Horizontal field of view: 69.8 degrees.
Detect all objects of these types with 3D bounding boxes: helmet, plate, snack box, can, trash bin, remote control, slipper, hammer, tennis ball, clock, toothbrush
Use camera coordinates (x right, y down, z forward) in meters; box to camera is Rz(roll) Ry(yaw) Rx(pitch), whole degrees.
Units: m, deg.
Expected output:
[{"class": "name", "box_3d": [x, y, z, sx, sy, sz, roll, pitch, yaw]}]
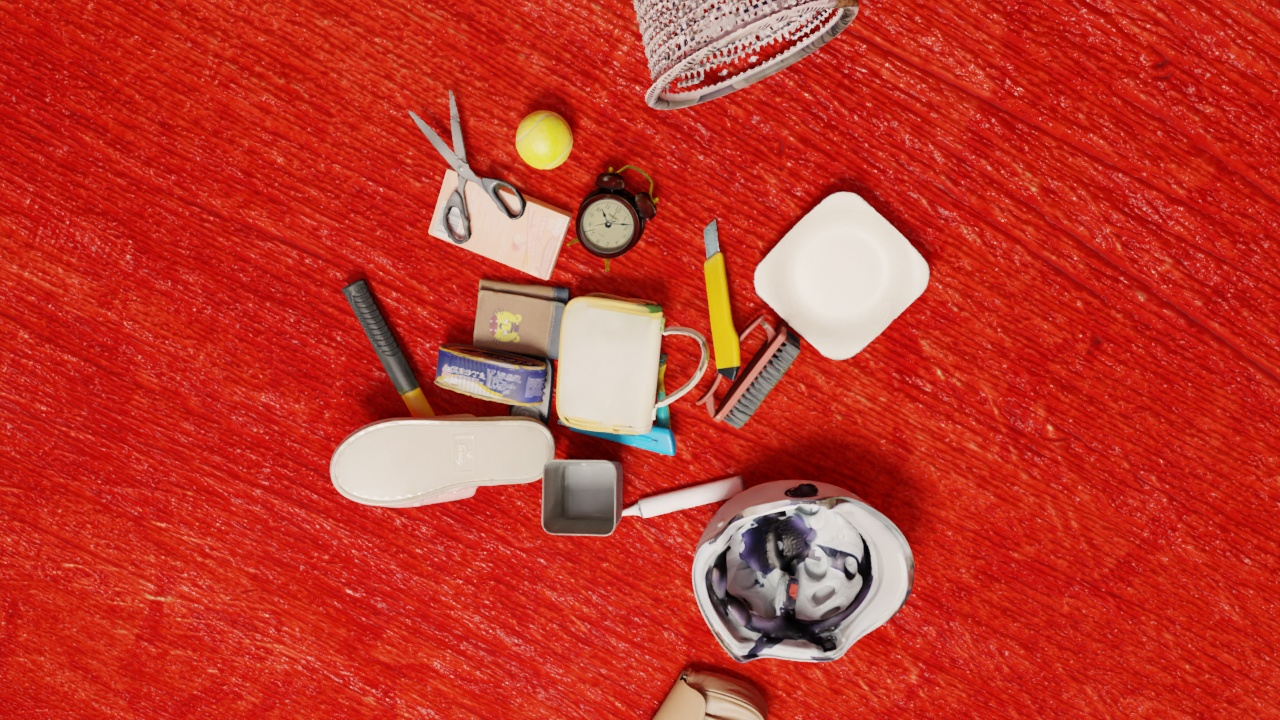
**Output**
[{"class": "helmet", "box_3d": [0.190, 0.243, 1.138, 0.259, 0.145, 0.229, -15, 108, 3]}, {"class": "plate", "box_3d": [0.234, -0.100, 1.076, 0.164, 0.034, 0.164, 42, 108, -8]}, {"class": "snack box", "box_3d": [-0.168, -0.164, 1.102, 0.157, 0.026, 0.085, 22, 109, -2]}, {"class": "can", "box_3d": [-0.185, 0.016, 1.127, 0.148, 0.074, 0.049, 12, 100, 24]}, {"class": "trash bin", "box_3d": [0.077, -0.387, 0.917, 0.228, 0.227, 0.192, -22, 92, 13]}, {"class": "remote control", "box_3d": [-0.139, 0.053, 1.172, 0.053, 0.024, 0.136, 10, 105, 4]}, {"class": "slipper", "box_3d": [-0.242, 0.120, 1.139, 0.274, 0.054, 0.114, -6, 93, -13]}, {"class": "hammer", "box_3d": [-0.295, 0.037, 1.167, 0.128, 0.033, 0.301, -28, 99, -14]}, {"class": "tennis ball", "box_3d": [-0.110, -0.251, 1.046, 0.065, 0.065, 0.065, 2, 109, 5]}, {"class": "clock", "box_3d": [-0.030, -0.170, 1.070, 0.082, 0.055, 0.122, 33, 107, -5]}, {"class": "toothbrush", "box_3d": [0.028, 0.187, 1.198, 0.221, 0.027, 0.026, -15, 68, 11]}]

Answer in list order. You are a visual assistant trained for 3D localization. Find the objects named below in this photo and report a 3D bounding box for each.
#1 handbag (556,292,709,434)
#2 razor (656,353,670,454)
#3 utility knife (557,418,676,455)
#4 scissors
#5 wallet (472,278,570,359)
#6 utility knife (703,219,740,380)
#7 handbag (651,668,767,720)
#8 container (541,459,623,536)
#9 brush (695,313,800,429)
[{"class": "handbag", "box_3d": [-0.007, 0.007, 1.110, 0.179, 0.063, 0.163, 9, 104, 12]}, {"class": "razor", "box_3d": [0.023, 0.055, 1.153, 0.043, 0.028, 0.132, 0, 107, 26]}, {"class": "utility knife", "box_3d": [-0.031, 0.089, 1.162, 0.162, 0.018, 0.034, 10, 109, 19]}, {"class": "scissors", "box_3d": [-0.206, -0.218, 1.070, 0.178, 0.014, 0.159, 26, 104, 0]}, {"class": "wallet", "box_3d": [-0.146, -0.052, 1.131, 0.115, 0.033, 0.090, 8, 99, 6]}, {"class": "utility knife", "box_3d": [0.096, -0.071, 1.087, 0.033, 0.015, 0.192, -7, 91, 34]}, {"class": "handbag", "box_3d": [0.082, 0.531, 1.270, 0.148, 0.099, 0.205, 30, 105, 0]}, {"class": "container", "box_3d": [-0.067, 0.167, 1.148, 0.090, 0.114, 0.090, 1, 87, 6]}, {"class": "brush", "box_3d": [0.128, 0.015, 1.113, 0.069, 0.063, 0.146, 34, 110, -2]}]
